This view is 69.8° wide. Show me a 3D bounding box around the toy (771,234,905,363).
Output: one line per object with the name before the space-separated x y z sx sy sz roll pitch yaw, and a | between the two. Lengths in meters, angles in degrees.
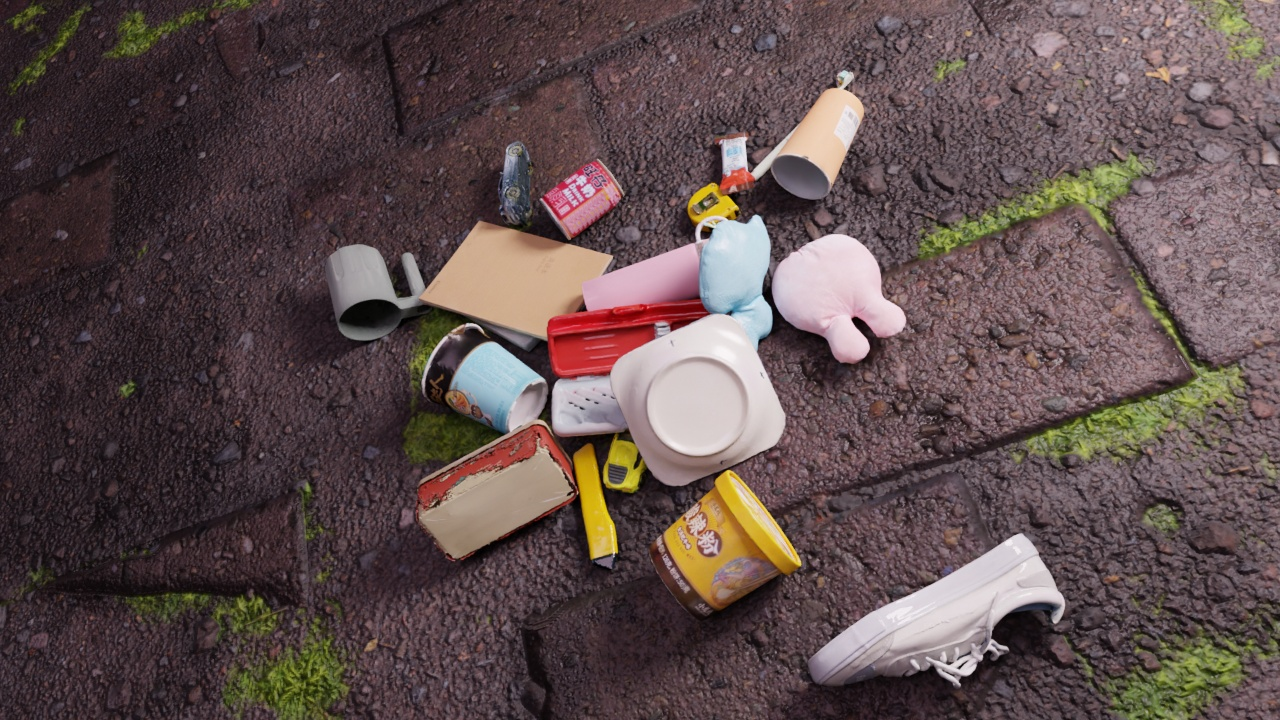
toy | 0.221 -0.069 1.031 0.121 0.054 0.159 -35 59 8

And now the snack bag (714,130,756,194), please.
snack bag | 0.120 -0.253 1.164 0.048 0.026 0.104 -11 49 8

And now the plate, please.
plate | 0.061 0.046 0.993 0.164 0.034 0.163 -25 95 6

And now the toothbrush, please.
toothbrush | 0.203 -0.297 1.168 0.020 0.029 0.189 44 84 -11

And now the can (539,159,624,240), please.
can | -0.075 -0.210 1.190 0.094 0.066 0.066 -37 60 -1

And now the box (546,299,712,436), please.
box | -0.005 0.009 1.057 0.201 0.065 0.159 -6 75 5

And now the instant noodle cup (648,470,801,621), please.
instant noodle cup | 0.080 0.191 0.924 0.114 0.118 0.118 -38 59 7

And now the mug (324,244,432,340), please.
mug | -0.353 -0.096 1.230 0.123 0.084 0.103 -14 57 -19

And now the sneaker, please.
sneaker | 0.275 0.255 0.845 0.242 0.089 0.090 -27 64 -3

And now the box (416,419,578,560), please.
box | -0.161 0.148 1.021 0.168 0.091 0.077 -29 30 3

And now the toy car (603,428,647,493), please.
toy car | -0.012 0.098 1.042 0.048 0.032 0.105 9 67 22

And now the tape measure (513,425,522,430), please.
tape measure | -0.143 0.101 1.070 0.054 0.058 0.025 -34 59 5

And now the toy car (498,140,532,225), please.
toy car | -0.170 -0.241 1.244 0.037 0.054 0.120 -5 64 14

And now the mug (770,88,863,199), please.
mug | 0.221 -0.268 1.118 0.078 0.078 0.122 22 70 26

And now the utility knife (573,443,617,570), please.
utility knife | -0.050 0.164 1.033 0.033 0.015 0.153 -15 61 4

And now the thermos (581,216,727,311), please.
thermos | 0.028 -0.105 1.099 0.199 0.067 0.087 -20 97 10

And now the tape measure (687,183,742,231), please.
tape measure | 0.088 -0.191 1.149 0.057 0.029 0.060 -36 59 0

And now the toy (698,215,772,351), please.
toy | 0.106 -0.083 1.028 0.050 0.156 0.161 8 55 50

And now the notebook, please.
notebook | -0.161 -0.105 1.182 0.212 0.012 0.149 17 59 23

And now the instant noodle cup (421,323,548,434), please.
instant noodle cup | -0.179 0.030 1.094 0.120 0.111 0.111 29 77 21

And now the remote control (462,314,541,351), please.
remote control | -0.177 -0.061 1.180 0.135 0.019 0.056 27 76 28
